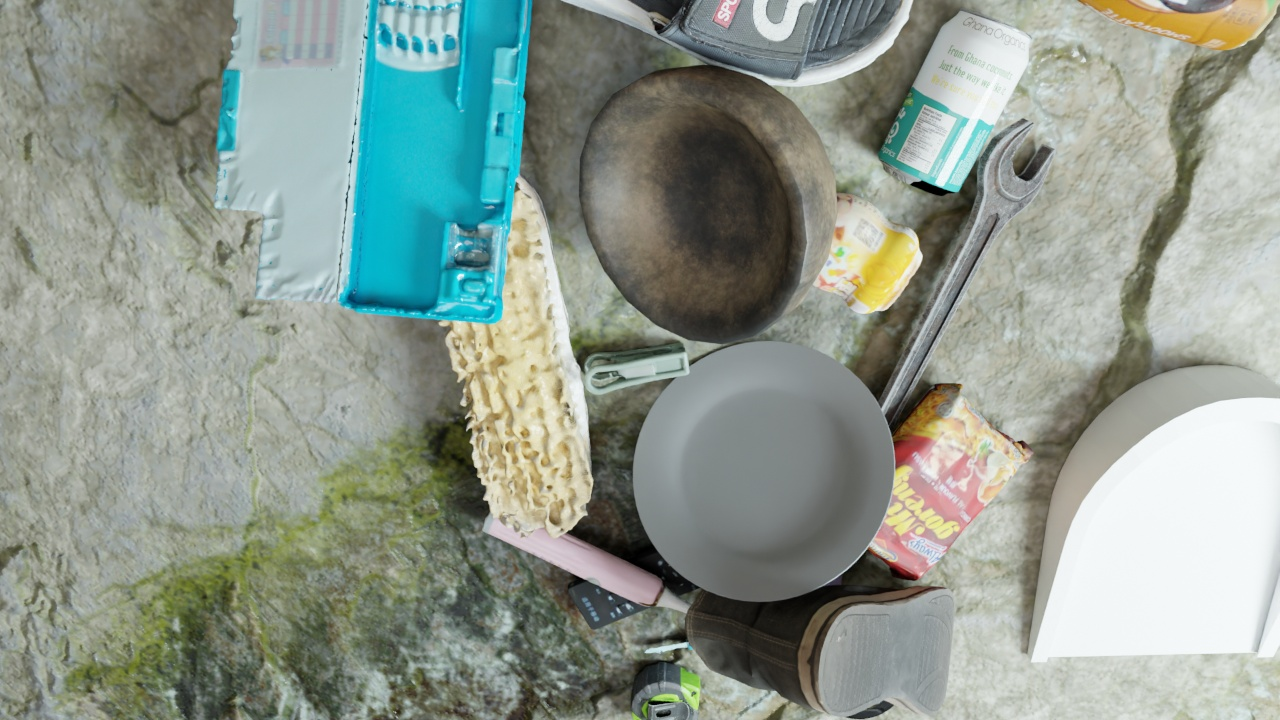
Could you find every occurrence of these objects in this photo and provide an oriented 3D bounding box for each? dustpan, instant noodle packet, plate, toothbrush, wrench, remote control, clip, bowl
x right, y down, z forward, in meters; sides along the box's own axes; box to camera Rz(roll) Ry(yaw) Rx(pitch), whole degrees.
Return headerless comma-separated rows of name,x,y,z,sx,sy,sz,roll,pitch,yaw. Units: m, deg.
dustpan,0.407,0.132,0.676,0.191,0.053,0.258,-2,114,3
instant noodle packet,0.207,0.087,0.655,0.135,0.039,0.098,-47,115,1
plate,0.081,0.072,0.622,0.178,0.178,0.012,-23,155,12
toothbrush,-0.016,0.164,0.696,0.222,0.027,0.026,25,69,4
wrench,0.200,-0.029,0.619,0.070,0.010,0.274,0,121,-38
remote control,0.018,0.165,0.723,0.150,0.022,0.047,-23,111,10
clip,-0.003,0.004,0.649,0.075,0.037,0.023,-10,112,1
bowl,0.046,-0.096,0.549,0.162,0.070,0.162,22,128,31

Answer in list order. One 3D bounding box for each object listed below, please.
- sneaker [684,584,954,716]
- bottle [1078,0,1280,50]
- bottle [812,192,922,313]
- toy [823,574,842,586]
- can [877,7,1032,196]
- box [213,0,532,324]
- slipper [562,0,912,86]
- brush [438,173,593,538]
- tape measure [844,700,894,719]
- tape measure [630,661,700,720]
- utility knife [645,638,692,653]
sneaker,0.144,0.200,0.665,0.234,0.120,0.095,10,86,-46
bottle,0.273,-0.224,0.520,0.167,0.059,0.059,14,113,-4
bottle,0.123,-0.079,0.589,0.109,0.063,0.063,34,111,3
toy,0.108,0.178,0.713,0.099,0.036,0.080,-8,126,-7
can,0.189,-0.155,0.556,0.055,0.054,0.102,20,113,-7
box,-0.161,-0.141,0.535,0.181,0.039,0.226,5,87,1
slipper,0.030,-0.230,0.508,0.264,0.063,0.111,19,89,-5
brush,-0.087,-0.001,0.632,0.083,0.056,0.271,-6,113,4
tape measure,0.176,0.255,0.746,0.072,0.042,0.071,36,107,-16
tape measure,0.021,0.288,0.768,0.059,0.035,0.066,0,114,3
utility knife,0.072,0.227,0.752,0.141,0.015,0.022,-12,144,9
